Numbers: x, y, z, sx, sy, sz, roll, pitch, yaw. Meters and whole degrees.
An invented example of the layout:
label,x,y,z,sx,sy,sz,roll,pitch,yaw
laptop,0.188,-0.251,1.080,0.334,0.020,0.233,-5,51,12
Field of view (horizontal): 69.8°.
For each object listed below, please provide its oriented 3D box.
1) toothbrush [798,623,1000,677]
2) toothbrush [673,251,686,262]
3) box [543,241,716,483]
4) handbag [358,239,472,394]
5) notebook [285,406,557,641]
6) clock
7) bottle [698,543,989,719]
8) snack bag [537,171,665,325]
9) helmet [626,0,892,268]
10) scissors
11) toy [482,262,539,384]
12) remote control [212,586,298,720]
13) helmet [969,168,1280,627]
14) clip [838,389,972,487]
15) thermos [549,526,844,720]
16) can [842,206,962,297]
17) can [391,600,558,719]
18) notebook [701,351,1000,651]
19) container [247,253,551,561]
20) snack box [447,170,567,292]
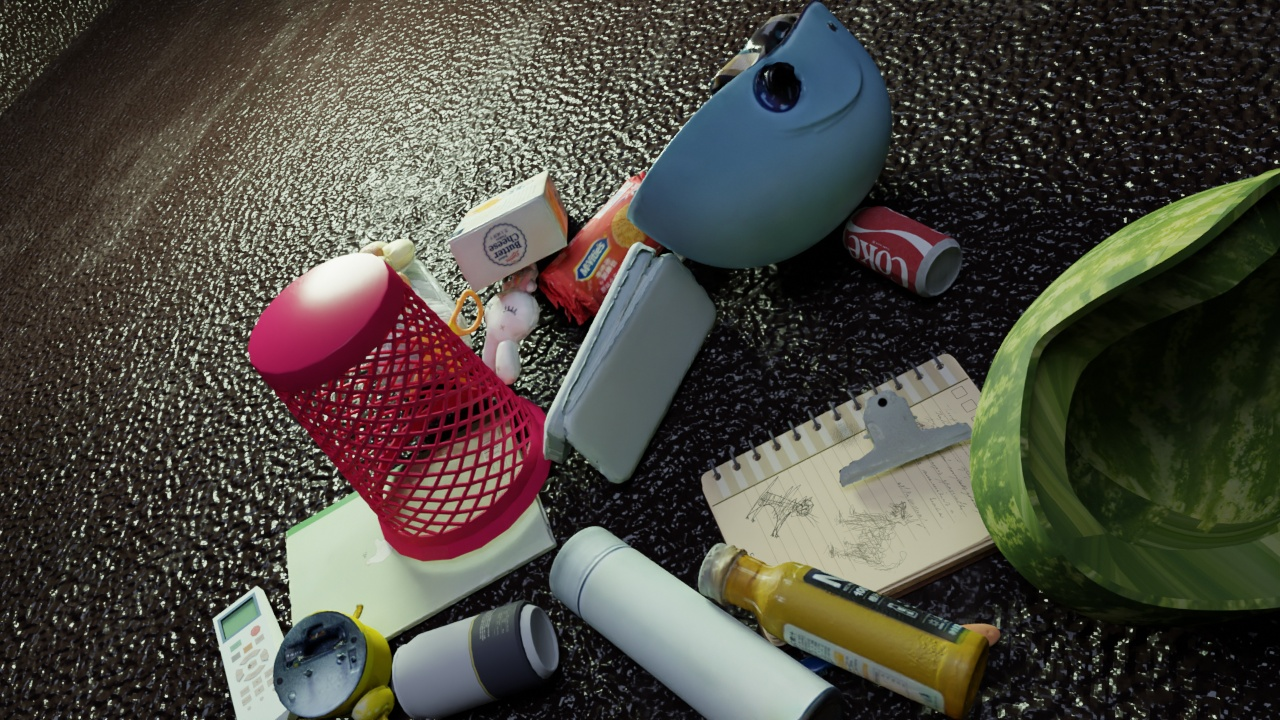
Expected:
label,x,y,z,sx,sy,sz,roll,pitch,yaw
toothbrush,0.169,0.195,0.609,0.135,0.017,0.021,-15,51,13
toothbrush,0.012,-0.052,0.897,0.016,0.018,0.180,6,57,33
box,0.001,0.006,0.804,0.110,0.108,0.215,21,65,8
handbag,-0.255,-0.054,0.965,0.112,0.123,0.171,-30,48,-15
notebook,-0.211,0.162,0.839,0.252,0.010,0.181,-30,45,1
clock,-0.243,0.258,0.736,0.083,0.057,0.118,-24,59,4
bottle,0.126,0.169,0.599,0.186,0.053,0.053,17,62,32
snack bag,-0.029,-0.113,0.931,0.082,0.082,0.176,28,69,41
helmet,0.116,-0.179,0.817,0.265,0.226,0.167,-39,81,-20
scissors,-0.206,-0.019,0.905,0.125,0.129,0.011,-65,15,-4
toy,-0.129,-0.041,0.908,0.076,0.037,0.125,15,90,53
remote control,-0.333,0.268,0.803,0.049,0.024,0.143,-37,47,-5
helmet,0.312,0.031,0.517,0.213,0.242,0.248,49,124,13
clip,0.185,0.051,0.676,0.102,0.038,0.054,-23,61,8
thermos,0.031,0.196,0.644,0.230,0.068,0.067,27,69,41
can,0.225,-0.096,0.795,0.054,0.054,0.096,-41,46,-9
can,-0.130,0.231,0.700,0.127,0.064,0.064,-21,46,11
notebook,0.167,0.096,0.685,0.225,0.024,0.167,-27,47,5
container,-0.206,0.033,0.778,0.183,0.226,0.182,-15,45,16
snack box,-0.132,-0.140,0.959,0.104,0.057,0.207,-26,18,4
